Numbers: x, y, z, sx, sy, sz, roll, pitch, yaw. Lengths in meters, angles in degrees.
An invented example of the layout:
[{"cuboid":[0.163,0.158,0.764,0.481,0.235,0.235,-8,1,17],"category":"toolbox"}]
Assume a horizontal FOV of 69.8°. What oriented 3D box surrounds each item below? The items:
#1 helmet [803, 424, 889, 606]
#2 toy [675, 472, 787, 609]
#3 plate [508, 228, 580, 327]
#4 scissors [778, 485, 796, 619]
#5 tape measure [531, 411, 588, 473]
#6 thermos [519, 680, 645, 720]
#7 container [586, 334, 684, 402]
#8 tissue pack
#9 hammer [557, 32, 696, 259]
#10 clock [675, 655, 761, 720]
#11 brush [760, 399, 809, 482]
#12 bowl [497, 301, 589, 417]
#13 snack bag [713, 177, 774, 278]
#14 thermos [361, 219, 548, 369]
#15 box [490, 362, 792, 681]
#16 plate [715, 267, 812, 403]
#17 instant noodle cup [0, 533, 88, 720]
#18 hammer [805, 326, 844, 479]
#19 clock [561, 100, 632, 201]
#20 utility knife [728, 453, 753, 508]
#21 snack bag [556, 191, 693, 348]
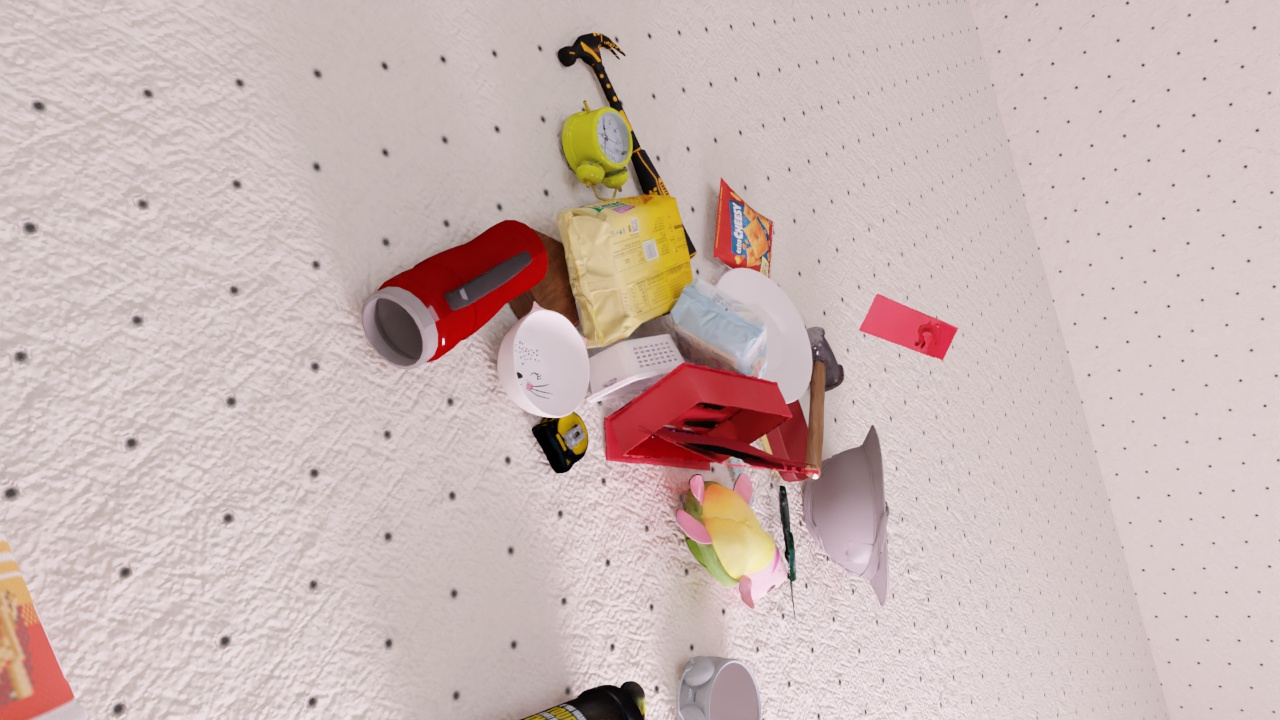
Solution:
[{"cuboid":[0.309,0.235,1.399,0.183,0.118,0.271,34,55,-80],"category":"helmet"},{"cuboid":[0.113,0.228,1.170,0.238,0.088,0.189,44,33,-41],"category":"toy"},{"cuboid":[-0.100,-0.086,1.038,0.131,0.025,0.131,18,67,-48],"category":"plate"},{"cuboid":[0.208,0.256,1.290,0.202,0.015,0.204,79,8,-49],"category":"scissors"},{"cuboid":[-0.083,0.084,1.005,0.061,0.034,0.062,-49,119,-48],"category":"tape measure"},{"cuboid":[-0.082,0.379,0.884,0.220,0.098,0.098,3,78,-47],"category":"thermos"},{"cuboid":[-0.006,0.006,1.092,0.129,0.081,0.049,-11,78,-52],"category":"container"},{"cuboid":[0.103,-0.027,1.157,0.070,0.112,0.182,-55,163,-11],"category":"tissue pack"},{"cuboid":[-0.003,-0.276,1.210,0.123,0.036,0.320,-42,111,-49],"category":"hammer"},{"cuboid":[0.092,0.423,1.123,0.159,0.045,0.122,39,51,-40],"category":"clock"},{"cuboid":[0.206,0.095,1.358,0.082,0.042,0.173,-31,104,-51],"category":"brush"},{"cuboid":[-0.111,0.007,0.979,0.114,0.051,0.114,18,67,-48],"category":"bowl"},{"cuboid":[0.154,-0.183,1.372,0.144,0.039,0.130,28,60,-43],"category":"snack bag"},{"cuboid":[-0.166,-0.071,0.887,0.198,0.108,0.084,-44,113,-50],"category":"thermos"},{"cuboid":[0.003,0.215,1.157,0.214,0.171,0.479,13,101,-50],"category":"box"},{"cuboid":[0.174,-0.035,1.321,0.208,0.015,0.208,21,57,-35],"category":"plate"},{"cuboid":[-0.402,0.172,0.523,0.123,0.124,0.121,-13,83,-52],"category":"instant noodle cup"},{"cuboid":[0.263,0.066,1.368,0.098,0.052,0.327,58,26,-24],"category":"hammer"},{"cuboid":[-0.051,-0.253,1.123,0.083,0.057,0.119,-6,92,-52],"category":"clock"},{"cuboid":[0.114,0.103,1.261,0.030,0.019,0.225,-32,101,-44],"category":"utility knife"},{"cuboid":[-0.006,-0.118,1.099,0.246,0.068,0.159,-31,109,-59],"category":"snack bag"}]
